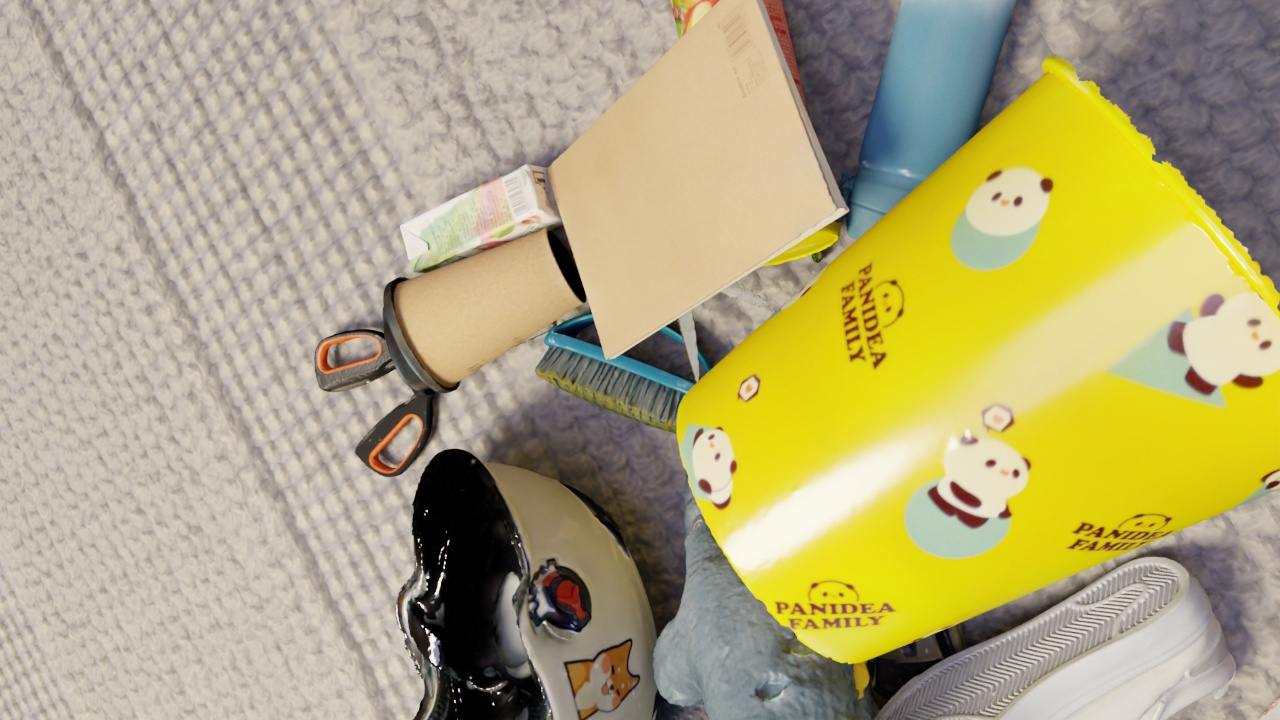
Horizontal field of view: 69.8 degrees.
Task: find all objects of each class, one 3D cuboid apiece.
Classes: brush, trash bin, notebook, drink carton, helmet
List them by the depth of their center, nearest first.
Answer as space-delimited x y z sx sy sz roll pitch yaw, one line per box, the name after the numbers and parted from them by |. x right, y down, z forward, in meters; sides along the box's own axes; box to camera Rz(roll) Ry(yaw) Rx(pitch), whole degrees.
0.172 0.018 0.478 0.256 0.229 0.229 -38 82 24 | trash bin
0.020 -0.108 0.566 0.212 0.012 0.149 -31 72 45 | notebook
-0.071 0.202 0.651 0.231 0.156 0.273 -23 65 54 | helmet
-0.004 0.004 0.654 0.144 0.055 0.073 19 84 20 | brush
-0.115 -0.105 0.684 0.123 0.053 0.045 -19 86 25 | drink carton

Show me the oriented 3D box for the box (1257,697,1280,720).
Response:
0.319 0.330 0.495 0.082 0.176 0.261 34 109 16 | box

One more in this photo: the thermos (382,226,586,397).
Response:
-0.116 -0.038 0.670 0.143 0.093 0.093 -24 88 9 | thermos

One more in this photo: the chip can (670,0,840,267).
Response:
0.065 -0.170 0.568 0.073 0.073 0.216 -14 86 25 | chip can

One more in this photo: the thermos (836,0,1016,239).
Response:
0.174 -0.174 0.537 0.070 0.070 0.221 19 106 20 | thermos

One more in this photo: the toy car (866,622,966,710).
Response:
0.179 0.176 0.608 0.070 0.042 0.158 -12 96 26 | toy car

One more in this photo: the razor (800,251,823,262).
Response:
0.058 -0.067 0.630 0.133 0.028 0.043 -19 94 27 | razor

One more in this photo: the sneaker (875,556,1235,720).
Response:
0.238 0.219 0.546 0.242 0.089 0.091 -33 100 3 | sneaker

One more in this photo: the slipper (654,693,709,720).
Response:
0.044 0.281 0.663 0.269 0.083 0.110 -52 33 25 | slipper

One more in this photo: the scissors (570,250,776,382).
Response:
0.017 -0.072 0.631 0.160 0.014 0.181 -6 82 33 | scissors

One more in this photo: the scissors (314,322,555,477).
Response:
-0.169 0.012 0.747 0.225 0.021 0.204 6 100 18 | scissors

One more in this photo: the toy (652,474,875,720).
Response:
0.071 0.201 0.535 0.138 0.091 0.355 -45 38 40 | toy
